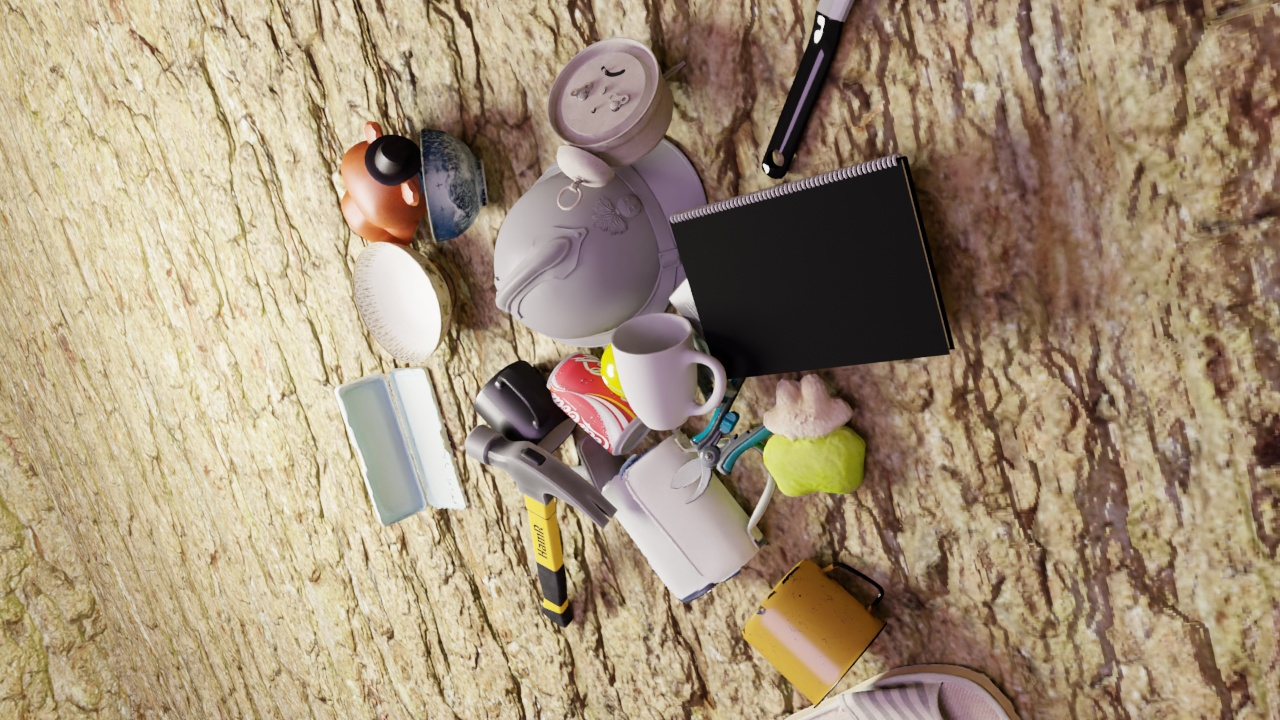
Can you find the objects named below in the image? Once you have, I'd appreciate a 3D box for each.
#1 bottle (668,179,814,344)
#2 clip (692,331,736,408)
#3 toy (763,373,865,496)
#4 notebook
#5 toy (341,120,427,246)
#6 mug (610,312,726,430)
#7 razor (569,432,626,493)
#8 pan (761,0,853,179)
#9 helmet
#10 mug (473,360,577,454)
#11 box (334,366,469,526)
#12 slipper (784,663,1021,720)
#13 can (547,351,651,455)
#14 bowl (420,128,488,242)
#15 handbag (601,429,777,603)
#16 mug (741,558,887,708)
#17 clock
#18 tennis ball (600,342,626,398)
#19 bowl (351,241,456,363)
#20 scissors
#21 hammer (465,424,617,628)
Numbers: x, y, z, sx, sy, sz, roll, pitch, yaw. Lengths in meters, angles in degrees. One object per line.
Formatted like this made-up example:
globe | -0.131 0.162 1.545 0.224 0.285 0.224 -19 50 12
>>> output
bottle | 0.105 -0.080 0.771 0.083 0.046 0.174 50 132 10
clip | 0.059 0.008 0.846 0.043 0.023 0.075 -44 55 23
toy | 0.148 0.066 0.802 0.092 0.043 0.118 -7 110 29
notebook | 0.126 -0.065 0.718 0.207 0.016 0.149 -8 106 40
toy | -0.278 -0.186 0.994 0.112 0.096 0.176 60 164 0
mug | 0.031 0.017 0.808 0.107 0.071 0.089 14 129 35
razor | -0.065 0.124 1.008 0.116 0.047 0.088 -16 100 50
pan | 0.148 -0.287 0.645 0.204 0.044 0.357 35 127 22
helmet | -0.069 -0.096 0.855 0.272 0.117 0.183 -35 87 41
mug | -0.122 0.049 0.978 0.088 0.078 0.114 44 161 14
box | -0.303 0.111 1.172 0.126 0.074 0.197 -8 107 21
slipper | 0.230 0.361 0.873 0.274 0.053 0.114 -36 81 43
can | -0.040 0.042 0.931 0.105 0.064 0.064 40 129 18
bowl | -0.188 -0.180 0.941 0.114 0.060 0.114 174 91 -82
handbag | 0.060 0.136 0.891 0.176 0.073 0.151 -41 82 33
mug | 0.164 0.238 0.842 0.094 0.100 0.124 40 101 20
clock | -0.029 -0.195 0.780 0.103 0.061 0.156 20 81 31
tennis ball | -0.005 0.005 0.885 0.065 0.065 0.065 17 119 32
bowl | -0.258 -0.073 1.052 0.145 0.063 0.145 18 121 32
scissors | 0.085 0.065 0.845 0.125 0.019 0.156 1 93 22
hammer | -0.100 0.209 1.023 0.170 0.034 0.325 24 141 22
